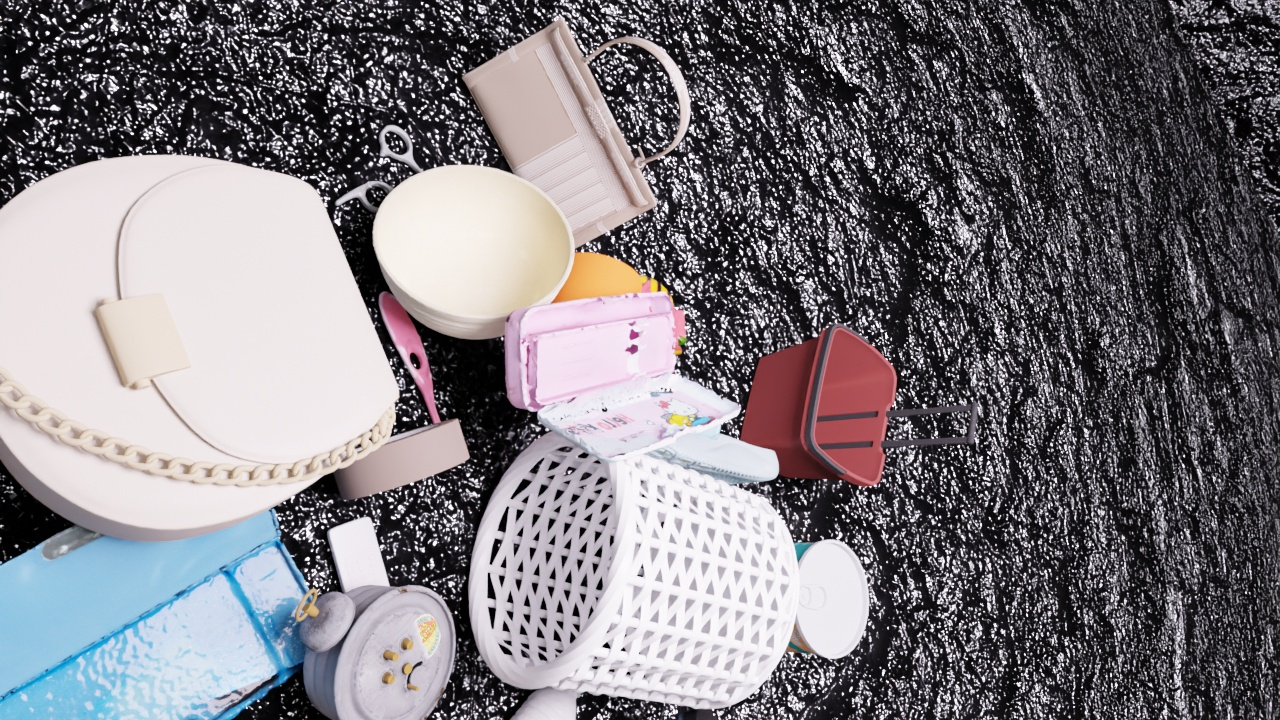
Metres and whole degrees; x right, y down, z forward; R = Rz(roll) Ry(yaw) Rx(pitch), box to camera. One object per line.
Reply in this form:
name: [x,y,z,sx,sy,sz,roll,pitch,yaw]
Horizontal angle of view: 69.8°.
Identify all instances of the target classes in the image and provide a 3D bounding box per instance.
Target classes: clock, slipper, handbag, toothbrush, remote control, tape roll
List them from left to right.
handbag: [-0.264,-0.007,0.531,0.208,0.104,0.210,-21,87,-38]
clock: [-0.181,0.194,0.614,0.148,0.056,0.103,57,48,-41]
remote control: [-0.197,0.181,0.670,0.033,0.012,0.131,-16,91,-43]
tape roll: [-0.173,0.070,0.660,0.093,0.094,0.030,-19,93,-41]
toothbrush: [-0.175,0.008,0.723,0.021,0.016,0.135,-27,99,-41]
handbag: [-0.037,-0.198,0.761,0.062,0.198,0.175,-37,105,-39]
slipper: [0.036,0.066,0.839,0.245,0.104,0.074,20,66,-43]
slipper: [0.059,0.403,0.807,0.108,0.084,0.266,-88,156,-52]

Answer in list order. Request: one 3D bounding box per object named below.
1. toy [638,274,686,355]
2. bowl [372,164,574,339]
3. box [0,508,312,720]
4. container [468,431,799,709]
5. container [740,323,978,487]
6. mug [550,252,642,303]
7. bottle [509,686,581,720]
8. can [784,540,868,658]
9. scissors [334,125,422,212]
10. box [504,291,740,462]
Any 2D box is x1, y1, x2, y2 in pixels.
toy: [0.006,-0.035,0.870,0.084,0.046,0.103,7,71,-26]
bowl: [-0.132,-0.073,0.722,0.150,0.075,0.150,7,55,-10]
box: [-0.313,0.168,0.547,0.231,0.060,0.175,-30,117,-40]
container: [-0.006,0.168,0.720,0.186,0.190,0.189,24,66,-36]
container: [0.212,0.048,0.921,0.127,0.201,0.147,33,61,-32]
mug: [-0.062,-0.039,0.796,0.112,0.078,0.095,19,67,-12]
bottle: [-0.091,0.302,0.714,0.135,0.044,0.044,-45,110,-37]
can: [0.120,0.217,0.845,0.099,0.144,0.099,10,75,-39]
scissors: [-0.168,-0.131,0.759,0.153,0.014,0.130,41,57,-23]
box: [-0.003,0.007,0.699,0.200,0.101,0.111,-13,106,-56]
